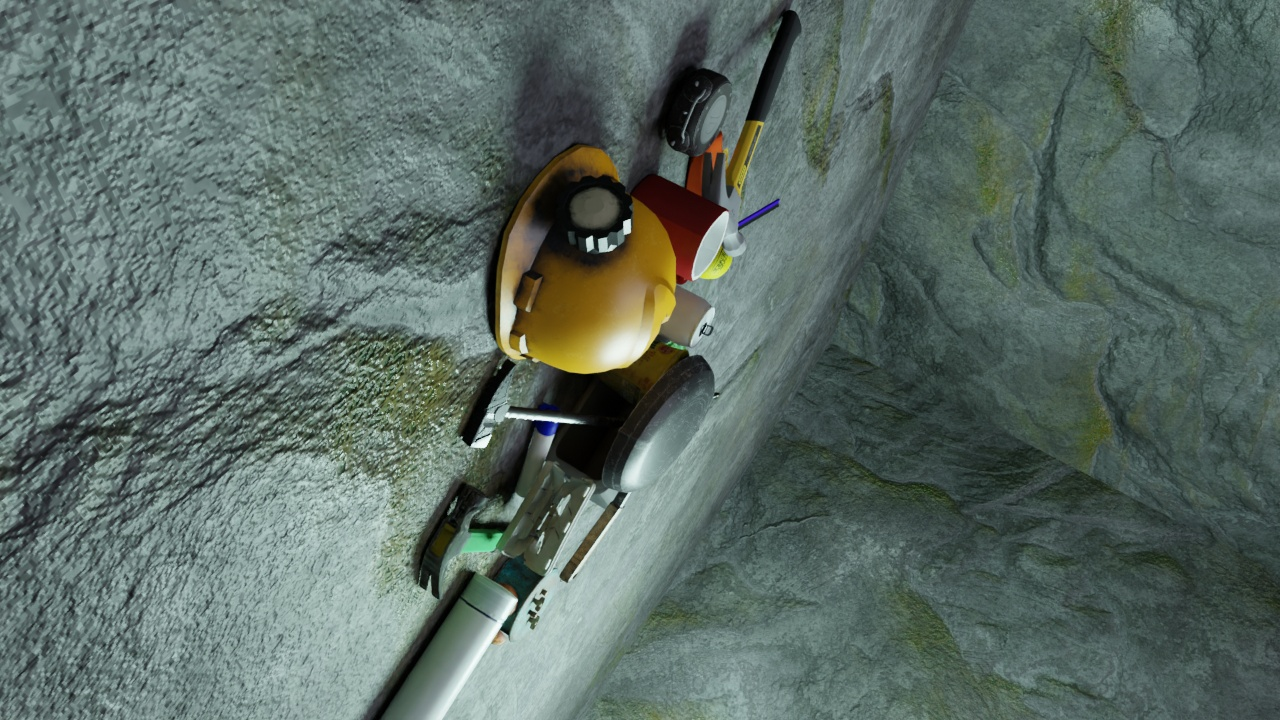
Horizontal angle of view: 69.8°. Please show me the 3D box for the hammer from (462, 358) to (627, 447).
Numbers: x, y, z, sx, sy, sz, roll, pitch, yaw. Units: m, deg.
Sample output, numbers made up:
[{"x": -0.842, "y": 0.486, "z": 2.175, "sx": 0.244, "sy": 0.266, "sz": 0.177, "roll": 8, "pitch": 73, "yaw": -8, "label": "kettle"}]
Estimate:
[{"x": -0.067, "y": 0.060, "z": 1.046, "sx": 0.324, "sy": 0.015, "sz": 0.095, "roll": 12, "pitch": 108, "yaw": -56, "label": "hammer"}]

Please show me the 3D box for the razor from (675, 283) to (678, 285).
[{"x": 0.047, "y": -0.079, "z": 1.288, "sx": 0.057, "sy": 0.060, "sz": 0.156, "roll": -50, "pitch": 146, "yaw": 0, "label": "razor"}]

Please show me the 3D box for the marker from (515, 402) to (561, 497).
[{"x": -0.126, "y": 0.111, "z": 1.114, "sx": 0.023, "sy": 0.027, "sz": 0.133, "roll": -39, "pitch": 156, "yaw": -54, "label": "marker"}]

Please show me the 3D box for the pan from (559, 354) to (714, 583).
[{"x": -0.007, "y": 0.150, "z": 1.161, "sx": 0.357, "sy": 0.040, "sz": 0.207, "roll": -61, "pitch": 160, "yaw": 15, "label": "pan"}]

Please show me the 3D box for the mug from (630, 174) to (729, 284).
[{"x": 0.035, "y": -0.139, "z": 1.044, "sx": 0.080, "sy": 0.096, "sz": 0.117, "roll": -49, "pitch": 161, "yaw": -38, "label": "mug"}]

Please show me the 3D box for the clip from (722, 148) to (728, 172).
[{"x": 0.107, "y": -0.254, "z": 1.208, "sx": 0.048, "sy": 0.046, "sz": 0.054, "roll": -41, "pitch": -179, "yaw": 42, "label": "clip"}]

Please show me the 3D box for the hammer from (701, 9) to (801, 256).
[{"x": 0.141, "y": -0.295, "z": 1.114, "sx": 0.127, "sy": 0.029, "sz": 0.323, "roll": 49, "pitch": 56, "yaw": -54, "label": "hammer"}]

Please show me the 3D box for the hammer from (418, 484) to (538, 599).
[{"x": -0.182, "y": 0.222, "z": 1.129, "sx": 0.130, "sy": 0.032, "sz": 0.318, "roll": -61, "pitch": 166, "yaw": -4, "label": "hammer"}]

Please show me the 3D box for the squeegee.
[{"x": 0.084, "y": -0.214, "z": 1.149, "sx": 0.249, "sy": 0.055, "sz": 0.185, "roll": -32, "pitch": 151, "yaw": -21, "label": "squeegee"}]

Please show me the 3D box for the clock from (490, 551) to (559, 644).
[{"x": -0.175, "y": 0.341, "z": 1.287, "sx": 0.157, "sy": 0.073, "sz": 0.121, "roll": -37, "pitch": 153, "yaw": -54, "label": "clock"}]

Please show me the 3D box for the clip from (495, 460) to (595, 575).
[{"x": -0.123, "y": 0.187, "z": 1.116, "sx": 0.126, "sy": 0.110, "sz": 0.151, "roll": -59, "pitch": -157, "yaw": -15, "label": "clip"}]

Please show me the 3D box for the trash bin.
[{"x": -0.030, "y": 0.106, "z": 1.287, "sx": 0.191, "sy": 0.097, "sz": 0.220, "roll": -57, "pitch": 166, "yaw": -13, "label": "trash bin"}]

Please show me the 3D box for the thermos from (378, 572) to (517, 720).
[{"x": -0.243, "y": 0.380, "z": 1.147, "sx": 0.229, "sy": 0.068, "sz": 0.068, "roll": -58, "pitch": 165, "yaw": -13, "label": "thermos"}]

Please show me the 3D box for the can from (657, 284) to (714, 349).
[{"x": 0.033, "y": -0.062, "z": 1.119, "sx": 0.064, "sy": 0.127, "sz": 0.064, "roll": -54, "pitch": 164, "yaw": -24, "label": "can"}]

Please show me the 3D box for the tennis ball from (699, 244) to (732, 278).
[{"x": 0.096, "y": -0.147, "z": 1.290, "sx": 0.065, "sy": 0.065, "sz": 0.065, "roll": -54, "pitch": 164, "yaw": -24, "label": "tennis ball"}]

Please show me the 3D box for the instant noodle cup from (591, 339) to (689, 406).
[{"x": -0.007, "y": 0.007, "z": 1.150, "sx": 0.102, "sy": 0.108, "sz": 0.102, "roll": -54, "pitch": 163, "yaw": -25, "label": "instant noodle cup"}]

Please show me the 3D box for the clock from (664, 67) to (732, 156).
[{"x": 0.058, "y": -0.268, "z": 0.986, "sx": 0.122, "sy": 0.044, "sz": 0.091, "roll": -29, "pitch": 145, "yaw": -63, "label": "clock"}]

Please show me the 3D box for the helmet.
[{"x": -0.032, "y": -0.072, "z": 0.887, "sx": 0.204, "sy": 0.131, "sz": 0.256, "roll": -55, "pitch": 165, "yaw": -21, "label": "helmet"}]

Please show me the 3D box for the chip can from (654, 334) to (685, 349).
[{"x": 0.028, "y": -0.016, "z": 1.296, "sx": 0.075, "sy": 0.075, "sz": 0.223, "roll": -57, "pitch": 164, "yaw": -14, "label": "chip can"}]

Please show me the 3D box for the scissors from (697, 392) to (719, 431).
[{"x": 0.054, "y": 0.057, "z": 1.454, "sx": 0.200, "sy": 0.015, "sz": 0.178, "roll": -26, "pitch": -141, "yaw": 39, "label": "scissors"}]
